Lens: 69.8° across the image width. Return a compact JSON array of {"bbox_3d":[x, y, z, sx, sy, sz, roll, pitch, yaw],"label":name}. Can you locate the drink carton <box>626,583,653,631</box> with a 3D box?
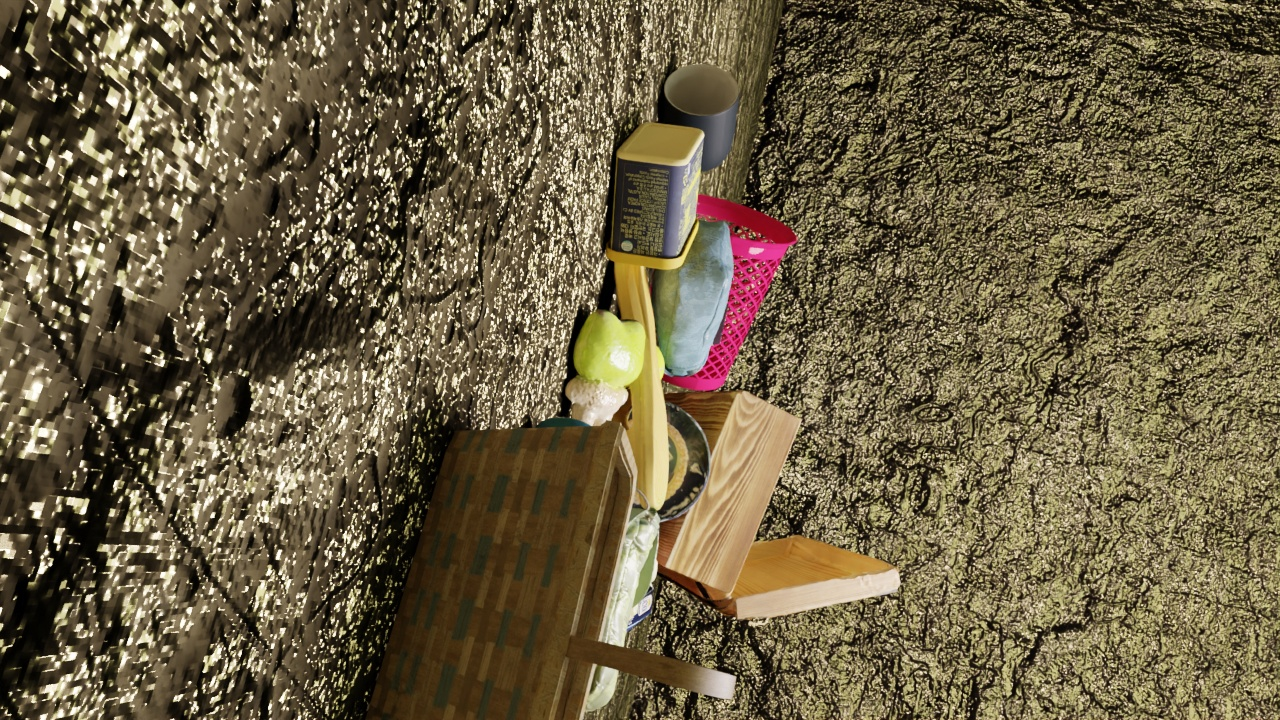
[{"bbox_3d":[-0.046,0.285,0.998,0.129,0.040,0.064,-33,149,-26],"label":"drink carton"}]

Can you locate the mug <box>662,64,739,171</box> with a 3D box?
[{"bbox_3d":[0.062,-0.291,1.069,0.095,0.085,0.121,91,-17,-58],"label":"mug"}]

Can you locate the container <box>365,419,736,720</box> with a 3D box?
[{"bbox_3d":[-0.037,0.168,0.541,0.158,0.186,0.249,79,24,-72],"label":"container"}]

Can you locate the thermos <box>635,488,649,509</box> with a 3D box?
[{"bbox_3d":[-0.054,0.224,0.859,0.061,0.061,0.231,76,37,-74],"label":"thermos"}]

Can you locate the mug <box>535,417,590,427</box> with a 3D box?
[{"bbox_3d":[-0.065,0.108,0.699,0.078,0.078,0.121,92,8,-53],"label":"mug"}]

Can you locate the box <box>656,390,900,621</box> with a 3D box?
[{"bbox_3d":[0.148,0.230,1.221,0.281,0.315,0.279,-64,-164,-10],"label":"box"}]

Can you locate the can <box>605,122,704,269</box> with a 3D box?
[{"bbox_3d":[0.017,-0.165,0.898,0.135,0.075,0.104,-66,163,-60],"label":"can"}]

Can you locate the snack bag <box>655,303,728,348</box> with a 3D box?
[{"bbox_3d":[0.047,-0.035,1.155,0.013,0.158,0.057,29,64,-37],"label":"snack bag"}]

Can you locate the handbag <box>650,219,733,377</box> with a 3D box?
[{"bbox_3d":[0.037,-0.071,1.043,0.192,0.118,0.121,103,-10,-57],"label":"handbag"}]

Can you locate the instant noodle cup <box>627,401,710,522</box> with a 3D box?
[{"bbox_3d":[0.004,0.124,1.040,0.112,0.137,0.137,102,2,-70],"label":"instant noodle cup"}]

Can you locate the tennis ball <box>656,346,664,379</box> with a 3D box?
[{"bbox_3d":[-0.006,0.006,1.018,0.065,0.065,0.065,13,88,-83],"label":"tennis ball"}]

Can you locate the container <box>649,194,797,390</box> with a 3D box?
[{"bbox_3d":[0.086,-0.087,1.237,0.182,0.183,0.226,-62,169,-66],"label":"container"}]

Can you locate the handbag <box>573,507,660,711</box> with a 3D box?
[{"bbox_3d":[-0.052,0.203,0.770,0.117,0.113,0.186,67,34,-52],"label":"handbag"}]

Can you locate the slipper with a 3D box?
[{"bbox_3d":[-0.018,0.023,0.934,0.099,0.078,0.263,50,35,-81],"label":"slipper"}]

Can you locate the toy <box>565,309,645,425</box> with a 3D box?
[{"bbox_3d":[-0.034,0.012,0.848,0.092,0.046,0.115,13,93,-57],"label":"toy"}]
